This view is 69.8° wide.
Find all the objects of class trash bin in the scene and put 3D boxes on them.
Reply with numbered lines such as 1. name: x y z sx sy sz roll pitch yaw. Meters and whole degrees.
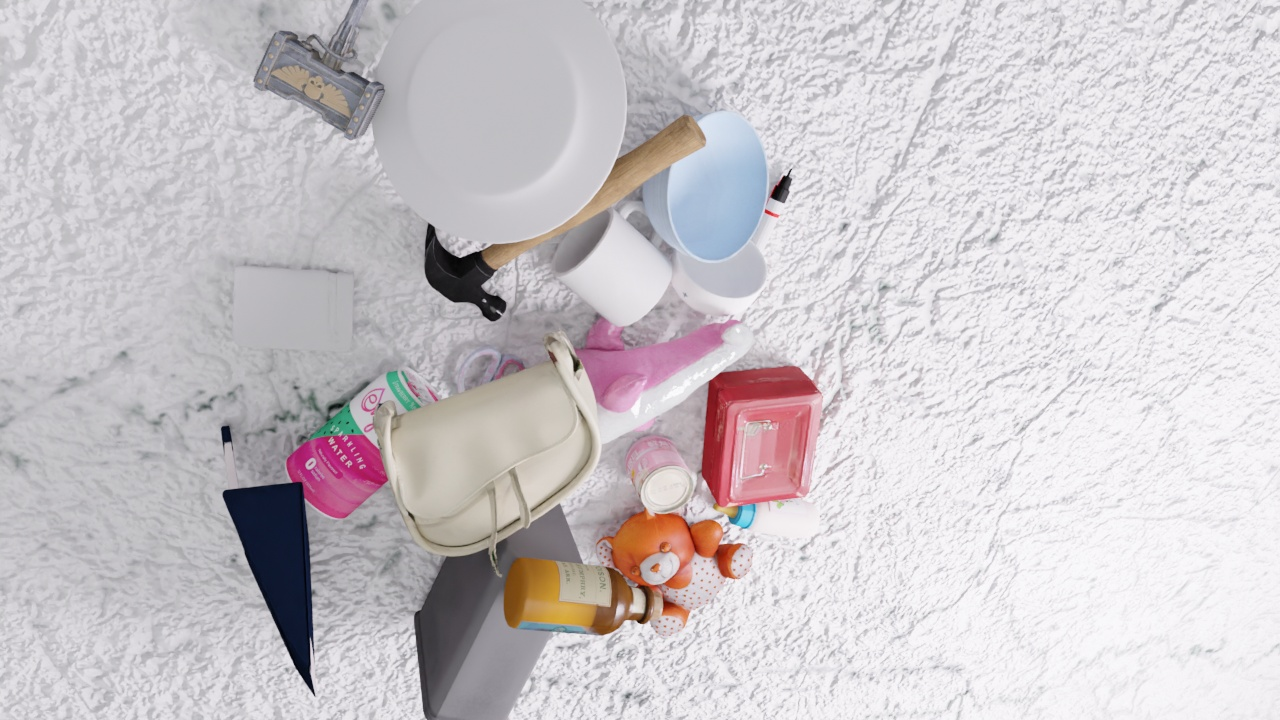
1. trash bin: -0.165 0.266 1.033 0.097 0.191 0.220 20 106 -25

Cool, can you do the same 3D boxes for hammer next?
1. hammer: -0.217 -0.356 0.786 0.098 0.044 0.322 28 105 -12
2. hammer: -0.077 -0.144 0.875 0.306 0.040 0.132 -28 137 23

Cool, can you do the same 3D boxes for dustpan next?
1. dustpan: -0.376 0.192 0.920 0.080 0.272 0.237 -3 157 -20

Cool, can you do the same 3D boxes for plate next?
1. plate: -0.133 -0.228 0.826 0.243 0.016 0.242 1 95 11

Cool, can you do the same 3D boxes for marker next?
1. marker: 0.137 -0.145 1.021 0.019 0.019 0.146 16 109 -23

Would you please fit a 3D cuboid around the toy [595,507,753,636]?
1. toy: 0.039 0.252 1.143 0.164 0.092 0.172 -42 117 12

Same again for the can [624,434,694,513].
1. can: 0.021 0.134 1.089 0.067 0.076 0.067 -7 116 -14

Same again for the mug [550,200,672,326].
1. mug: -0.021 -0.110 0.954 0.090 0.091 0.121 39 82 -28

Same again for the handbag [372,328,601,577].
1. handbag: -0.141 0.095 0.883 0.229 0.131 0.184 -23 125 4

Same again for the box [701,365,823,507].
1. box: 0.143 0.094 1.101 0.129 0.086 0.158 -6 117 -16

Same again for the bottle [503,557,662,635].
1. bottle: -0.052 0.237 0.912 0.156 0.068 0.068 12 111 -22

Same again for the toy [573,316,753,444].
1. toy: -0.006 0.006 1.013 0.265 0.187 0.127 -25 77 -3

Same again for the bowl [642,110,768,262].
1. bowl: 0.055 -0.179 0.937 0.150 0.075 0.151 -15 112 -40

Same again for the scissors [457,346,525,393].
1. scissors: -0.190 0.062 1.028 0.076 0.017 0.174 20 111 -28

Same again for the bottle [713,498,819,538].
1. bottle: 0.158 0.196 1.175 0.146 0.051 0.051 12 111 -22

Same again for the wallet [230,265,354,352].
1. wallet: -0.345 -0.052 0.917 0.116 0.032 0.086 7 102 -17

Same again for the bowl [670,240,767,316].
1. bowl: 0.080 -0.092 0.988 0.104 0.104 0.054 0 146 -17

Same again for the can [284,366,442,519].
1. can: -0.287 0.087 0.965 0.166 0.088 0.088 -41 119 5
